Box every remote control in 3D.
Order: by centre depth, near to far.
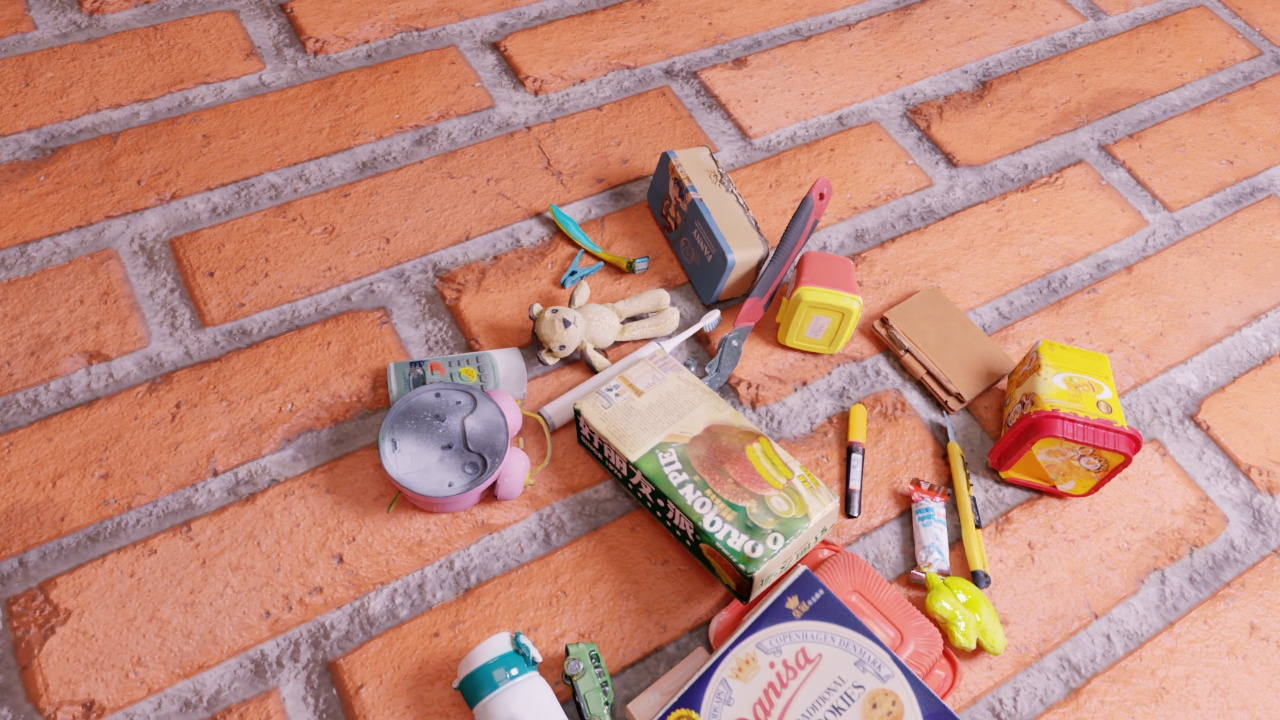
[{"bbox_3d":[-0.181,0.020,0.909,0.135,0.019,0.056,-7,59,-12],"label":"remote control"}]

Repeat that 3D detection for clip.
[{"bbox_3d":[-0.068,-0.098,1.003,0.034,0.013,0.054,31,59,13],"label":"clip"}]

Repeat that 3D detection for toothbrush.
[{"bbox_3d":[-0.006,0.005,0.927,0.220,0.026,0.027,-32,37,-19],"label":"toothbrush"}]

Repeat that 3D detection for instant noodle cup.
[{"bbox_3d":[0.172,0.244,0.784,0.189,0.079,0.164,42,61,19],"label":"instant noodle cup"},{"bbox_3d":[0.419,0.054,0.916,0.116,0.116,0.123,14,55,1],"label":"instant noodle cup"}]

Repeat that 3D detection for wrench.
[{"bbox_3d":[0.126,-0.075,0.951,0.016,0.056,0.273,24,76,48],"label":"wrench"}]

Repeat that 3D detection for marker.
[{"bbox_3d":[0.215,0.100,0.919,0.018,0.015,0.123,10,60,0],"label":"marker"}]

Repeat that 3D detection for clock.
[{"bbox_3d":[-0.161,0.081,0.850,0.158,0.060,0.117,-8,59,-11],"label":"clock"}]

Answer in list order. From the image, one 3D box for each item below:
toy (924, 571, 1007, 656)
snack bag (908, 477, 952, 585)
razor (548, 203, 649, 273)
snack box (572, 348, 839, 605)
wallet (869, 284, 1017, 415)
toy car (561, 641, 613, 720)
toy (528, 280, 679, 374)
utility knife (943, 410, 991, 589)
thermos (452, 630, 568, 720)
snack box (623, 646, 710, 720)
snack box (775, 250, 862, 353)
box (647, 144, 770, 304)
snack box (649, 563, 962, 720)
[{"bbox_3d":[0.288,0.223,0.816,0.096,0.031,0.100,56,30,12],"label":"toy"},{"bbox_3d":[0.278,0.166,0.877,0.048,0.026,0.104,16,56,-8],"label":"snack bag"},{"bbox_3d":[-0.052,-0.134,1.019,0.132,0.028,0.043,34,24,12],"label":"razor"},{"bbox_3d":[0.054,0.098,0.841,0.114,0.063,0.240,-34,56,-25],"label":"snack box"},{"bbox_3d":[0.329,-0.015,0.997,0.107,0.031,0.132,-29,66,-27],"label":"wallet"},{"bbox_3d":[-0.041,0.276,0.753,0.036,0.043,0.091,-10,60,-15],"label":"toy car"},{"bbox_3d":[-0.036,-0.038,0.939,0.157,0.066,0.105,-12,82,-22],"label":"toy"},{"bbox_3d":[0.320,0.134,0.902,0.015,0.033,0.190,-22,52,30],"label":"utility knife"},{"bbox_3d":[-0.069,0.318,0.708,0.073,0.073,0.224,-25,64,-22],"label":"thermos"},{"bbox_3d":[0.066,0.323,0.748,0.084,0.026,0.157,-31,67,-24],"label":"snack box"},{"bbox_3d":[0.188,-0.064,0.975,0.082,0.091,0.080,10,51,-1],"label":"snack box"},{"bbox_3d":[0.075,-0.146,1.009,0.063,0.090,0.184,-12,59,-23],"label":"box"},{"bbox_3d":[0.127,0.284,0.698,0.178,0.046,0.182,-46,73,-2],"label":"snack box"}]
